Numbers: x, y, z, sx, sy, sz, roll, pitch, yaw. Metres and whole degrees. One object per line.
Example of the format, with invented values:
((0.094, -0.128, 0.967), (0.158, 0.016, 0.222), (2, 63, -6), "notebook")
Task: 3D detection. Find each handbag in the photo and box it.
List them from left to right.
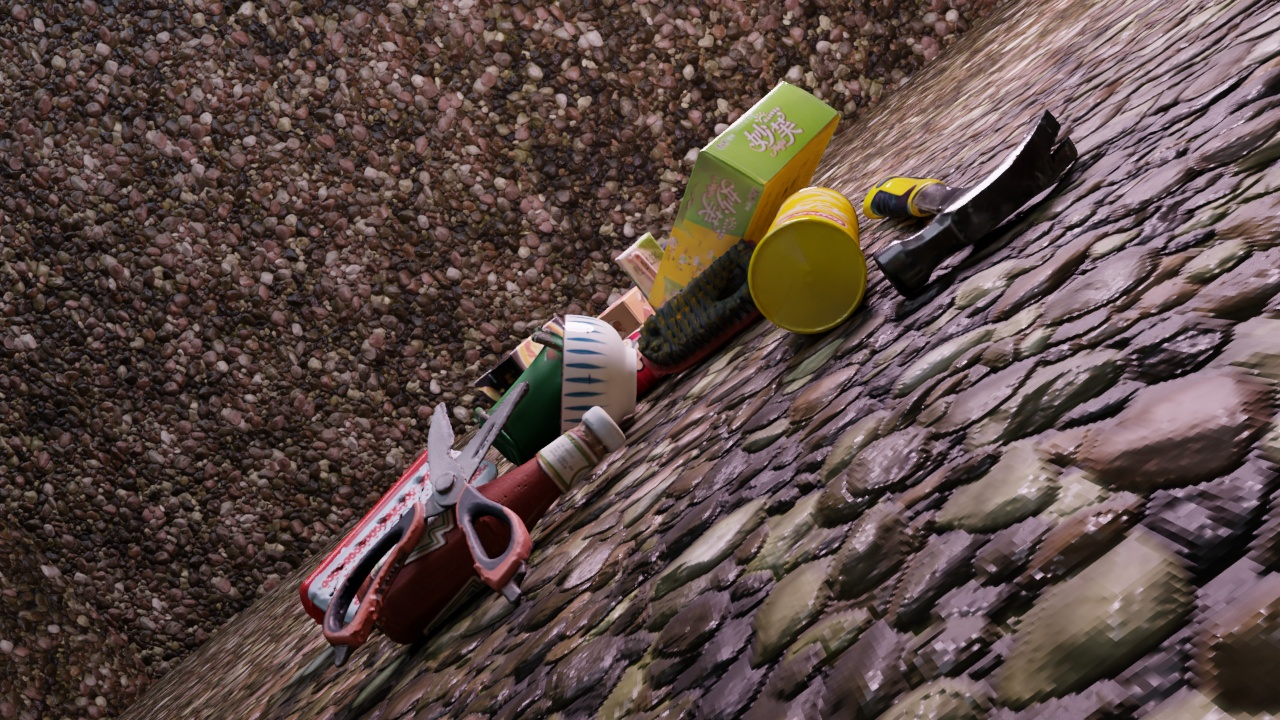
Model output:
((-0.107, 0.037, 0.928), (0.131, 0.068, 0.120), (-50, -27, -10), "handbag")

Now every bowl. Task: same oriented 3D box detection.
((-0.037, 0.019, 0.810), (0.066, 0.116, 0.116), (2, 4, -4), "bowl")

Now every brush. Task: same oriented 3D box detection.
((0.062, -0.039, 0.822), (0.146, 0.063, 0.069), (-39, -25, 13), "brush")

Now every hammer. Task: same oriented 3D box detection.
((0.198, -0.112, 0.630), (0.126, 0.032, 0.322), (-38, 5, 12), "hammer")

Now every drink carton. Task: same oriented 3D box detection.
((0.026, -0.090, 1.102), (0.053, 0.122, 0.045), (-39, 7, -4), "drink carton")

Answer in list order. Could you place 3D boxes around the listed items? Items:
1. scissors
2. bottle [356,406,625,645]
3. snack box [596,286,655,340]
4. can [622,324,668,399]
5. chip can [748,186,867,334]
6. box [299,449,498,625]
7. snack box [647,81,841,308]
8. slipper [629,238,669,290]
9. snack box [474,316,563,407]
((-0.131, 0.099, 0.601), (0.189, 0.015, 0.225), (-36, 36, -4), "scissors")
((-0.098, 0.108, 0.631), (0.206, 0.060, 0.060), (-39, 5, -9), "bottle")
((-0.002, -0.052, 1.206), (0.093, 0.077, 0.094), (-33, 8, 46), "snack box")
((-0.005, 0.005, 0.891), (0.133, 0.053, 0.053), (-39, 5, 1), "can")
((0.121, -0.078, 0.651), (0.072, 0.072, 0.213), (-37, 5, 19), "chip can")
((-0.239, 0.167, 0.890), (0.155, 0.074, 0.200), (-21, 25, 53), "box")
((0.097, -0.144, 0.897), (0.157, 0.070, 0.211), (-45, -16, -36), "snack box")
((0.096, -0.154, 1.266), (0.269, 0.110, 0.083), (-41, 2, 17), "slipper")
((-0.104, 0.029, 1.040), (0.053, 0.113, 0.125), (-34, 8, 40), "snack box")
